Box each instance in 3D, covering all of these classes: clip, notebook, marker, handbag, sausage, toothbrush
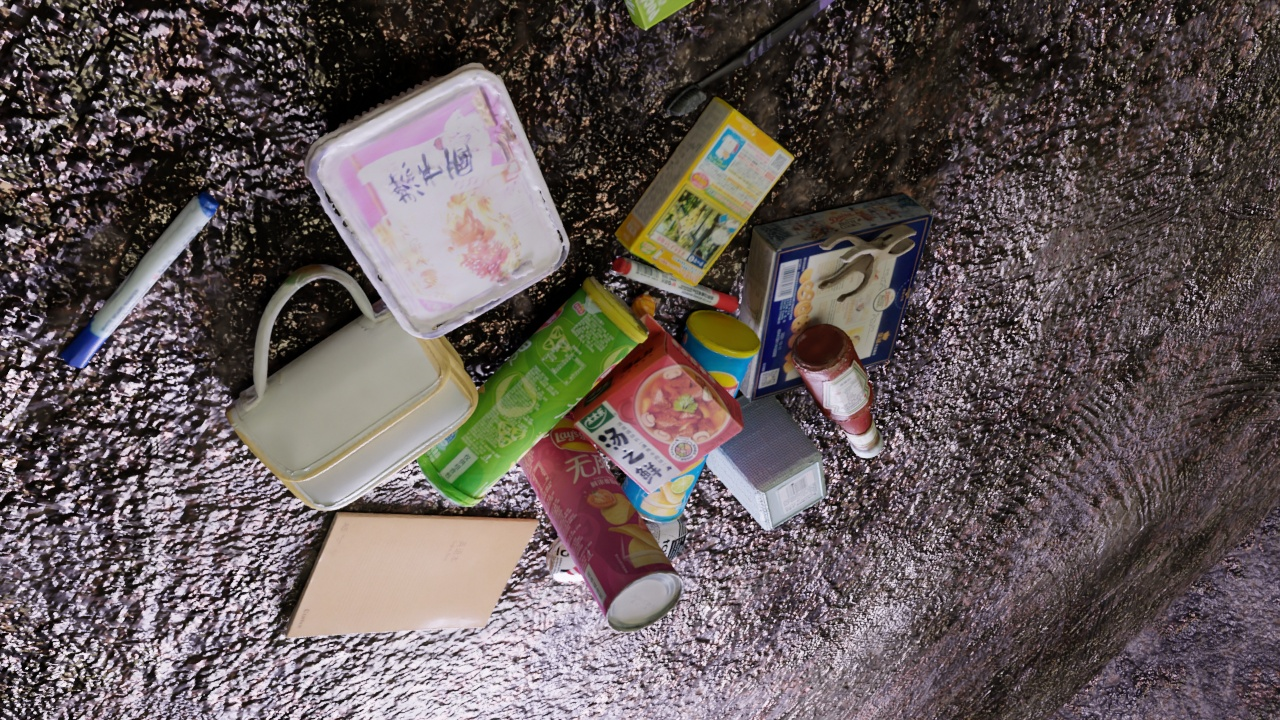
[{"bbox_3d":[0.202,-0.085,0.834,0.102,0.035,0.094,-6,124,-38],"label":"clip"},{"bbox_3d":[-0.217,0.207,0.888,0.211,0.012,0.150,10,118,-39],"label":"notebook"},{"bbox_3d":[-0.324,-0.052,0.594,0.146,0.017,0.017,-46,136,9],"label":"marker"},{"bbox_3d":[-0.226,0.016,0.688,0.163,0.063,0.179,-35,133,-6],"label":"handbag"},{"bbox_3d":[-0.005,0.005,0.847,0.021,0.021,0.165,-12,132,-25],"label":"sausage"},{"bbox_3d":[0.034,-0.067,0.816,0.145,0.017,0.017,15,116,-40],"label":"marker"},{"bbox_3d":[0.097,-0.244,0.709,0.189,0.016,0.014,-36,137,-4],"label":"toothbrush"}]

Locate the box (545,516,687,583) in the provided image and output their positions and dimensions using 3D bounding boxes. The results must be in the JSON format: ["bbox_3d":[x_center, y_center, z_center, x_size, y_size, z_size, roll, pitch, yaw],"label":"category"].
[{"bbox_3d":[-0.022,0.203,0.979,0.164,0.059,0.072,-8,146,-28],"label":"box"}]

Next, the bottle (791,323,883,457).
[{"bbox_3d":[0.206,0.039,0.923,0.060,0.059,0.206,-38,139,0],"label":"bottle"}]

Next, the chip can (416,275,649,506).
[{"bbox_3d":[-0.094,0.029,0.773,0.221,0.072,0.072,-44,137,6],"label":"chip can"}]

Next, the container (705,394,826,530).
[{"bbox_3d":[0.129,0.104,0.954,0.090,0.111,0.090,-29,137,-10],"label":"container"}]

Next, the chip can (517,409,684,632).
[{"bbox_3d":[-0.042,0.131,0.791,0.071,0.210,0.071,-18,134,-20],"label":"chip can"}]

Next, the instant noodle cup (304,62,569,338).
[{"bbox_3d":[-0.139,-0.112,0.633,0.138,0.060,0.173,-30,135,-8],"label":"instant noodle cup"}]

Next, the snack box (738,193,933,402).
[{"bbox_3d":[0.183,-0.060,0.899,0.182,0.045,0.178,-15,132,-23],"label":"snack box"}]

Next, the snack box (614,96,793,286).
[{"bbox_3d":[0.053,-0.136,0.759,0.086,0.033,0.140,22,110,-43],"label":"snack box"}]

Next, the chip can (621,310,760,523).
[{"bbox_3d":[0.044,0.057,0.888,0.071,0.071,0.211,0,126,-33],"label":"chip can"}]

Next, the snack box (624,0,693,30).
[{"bbox_3d":[0.050,-0.302,0.620,0.156,0.026,0.086,-34,137,-5],"label":"snack box"}]

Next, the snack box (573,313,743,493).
[{"bbox_3d":[0.007,0.041,0.813,0.113,0.044,0.127,-38,111,22],"label":"snack box"}]
